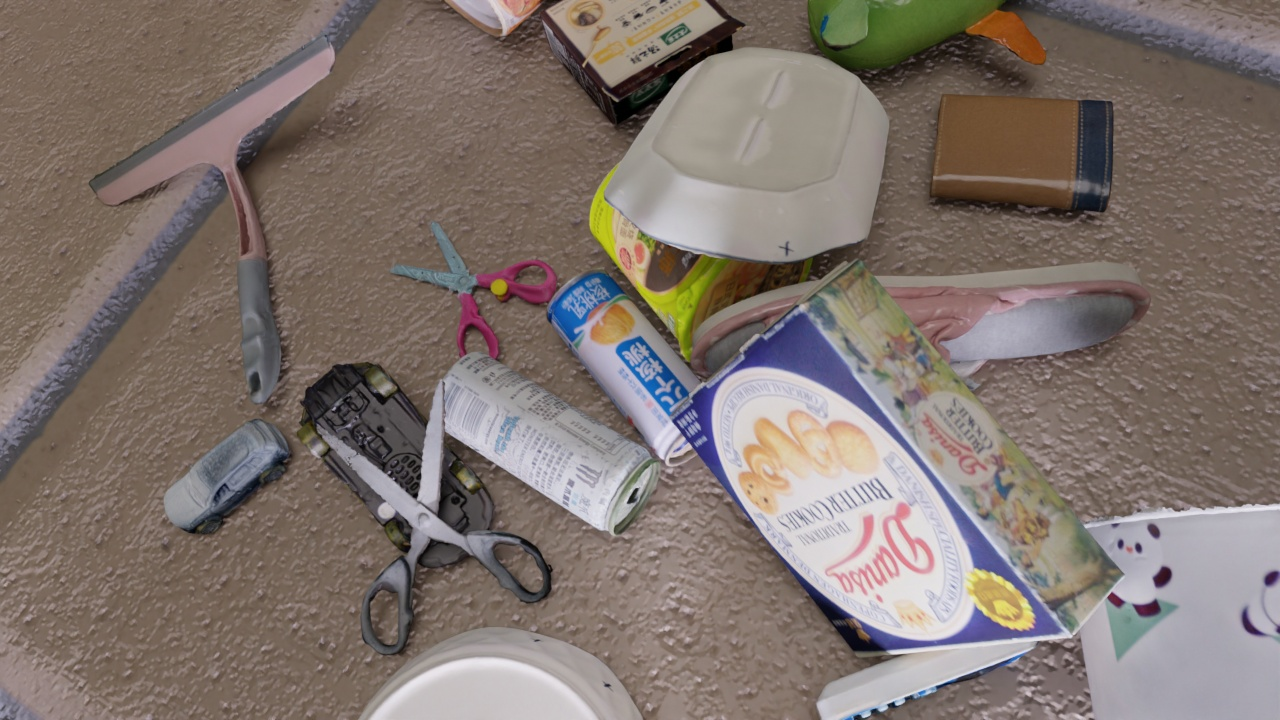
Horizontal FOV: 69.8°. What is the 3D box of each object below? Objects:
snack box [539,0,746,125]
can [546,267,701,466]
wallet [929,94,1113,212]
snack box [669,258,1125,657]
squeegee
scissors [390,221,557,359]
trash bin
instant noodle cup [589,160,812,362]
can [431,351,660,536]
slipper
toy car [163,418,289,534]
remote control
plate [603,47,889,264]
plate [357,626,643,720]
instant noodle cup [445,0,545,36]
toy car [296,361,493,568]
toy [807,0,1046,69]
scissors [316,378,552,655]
[{"bbox_3d":[0.002,-0.246,0.700,0.113,0.053,0.125,-32,64,-5],"label":"snack box"},{"bbox_3d":[-0.004,0.004,0.601,0.053,0.053,0.134,-37,68,-7],"label":"can"},{"bbox_3d":[0.262,-0.144,0.633,0.115,0.033,0.090,7,67,13],"label":"wallet"},{"bbox_3d":[0.111,0.063,0.467,0.045,0.178,0.182,-36,84,-25],"label":"snack box"},{"bbox_3d":[-0.298,-0.080,0.689,0.248,0.040,0.249,-24,71,16],"label":"squeegee"},{"bbox_3d":[-0.127,-0.047,0.663,0.133,0.017,0.118,11,74,18],"label":"scissors"},{"bbox_3d":[0.311,0.198,0.392,0.230,0.229,0.251,0,74,9],"label":"trash bin"},{"bbox_3d":[0.031,-0.077,0.606,0.111,0.112,0.123,-40,60,-9],"label":"instant noodle cup"},{"bbox_3d":[-0.062,0.051,0.588,0.147,0.058,0.058,29,75,18],"label":"can"},{"bbox_3d":[0.167,-0.008,0.552,0.274,0.114,0.054,-6,63,-1],"label":"slipper"},{"bbox_3d":[-0.284,0.078,0.626,0.090,0.034,0.043,-41,71,-7],"label":"toy car"},{"bbox_3d":[0.157,0.174,0.509,0.125,0.049,0.024,-20,64,0],"label":"remote control"},{"bbox_3d":[0.077,-0.146,0.589,0.162,0.034,0.264,13,40,12],"label":"plate"},{"bbox_3d":[-0.086,0.255,0.516,0.205,0.045,0.204,-3,67,8],"label":"plate"},{"bbox_3d":[-0.115,-0.336,0.712,0.151,0.151,0.111,39,86,20],"label":"instant noodle cup"},{"bbox_3d":[-0.161,0.068,0.604,0.070,0.042,0.158,-41,80,-7],"label":"toy car"},{"bbox_3d":[0.222,-0.299,0.671,0.246,0.090,0.227,-35,66,-3],"label":"toy"},{"bbox_3d":[-0.128,0.100,0.567,0.159,0.014,0.178,10,96,-3],"label":"scissors"}]
